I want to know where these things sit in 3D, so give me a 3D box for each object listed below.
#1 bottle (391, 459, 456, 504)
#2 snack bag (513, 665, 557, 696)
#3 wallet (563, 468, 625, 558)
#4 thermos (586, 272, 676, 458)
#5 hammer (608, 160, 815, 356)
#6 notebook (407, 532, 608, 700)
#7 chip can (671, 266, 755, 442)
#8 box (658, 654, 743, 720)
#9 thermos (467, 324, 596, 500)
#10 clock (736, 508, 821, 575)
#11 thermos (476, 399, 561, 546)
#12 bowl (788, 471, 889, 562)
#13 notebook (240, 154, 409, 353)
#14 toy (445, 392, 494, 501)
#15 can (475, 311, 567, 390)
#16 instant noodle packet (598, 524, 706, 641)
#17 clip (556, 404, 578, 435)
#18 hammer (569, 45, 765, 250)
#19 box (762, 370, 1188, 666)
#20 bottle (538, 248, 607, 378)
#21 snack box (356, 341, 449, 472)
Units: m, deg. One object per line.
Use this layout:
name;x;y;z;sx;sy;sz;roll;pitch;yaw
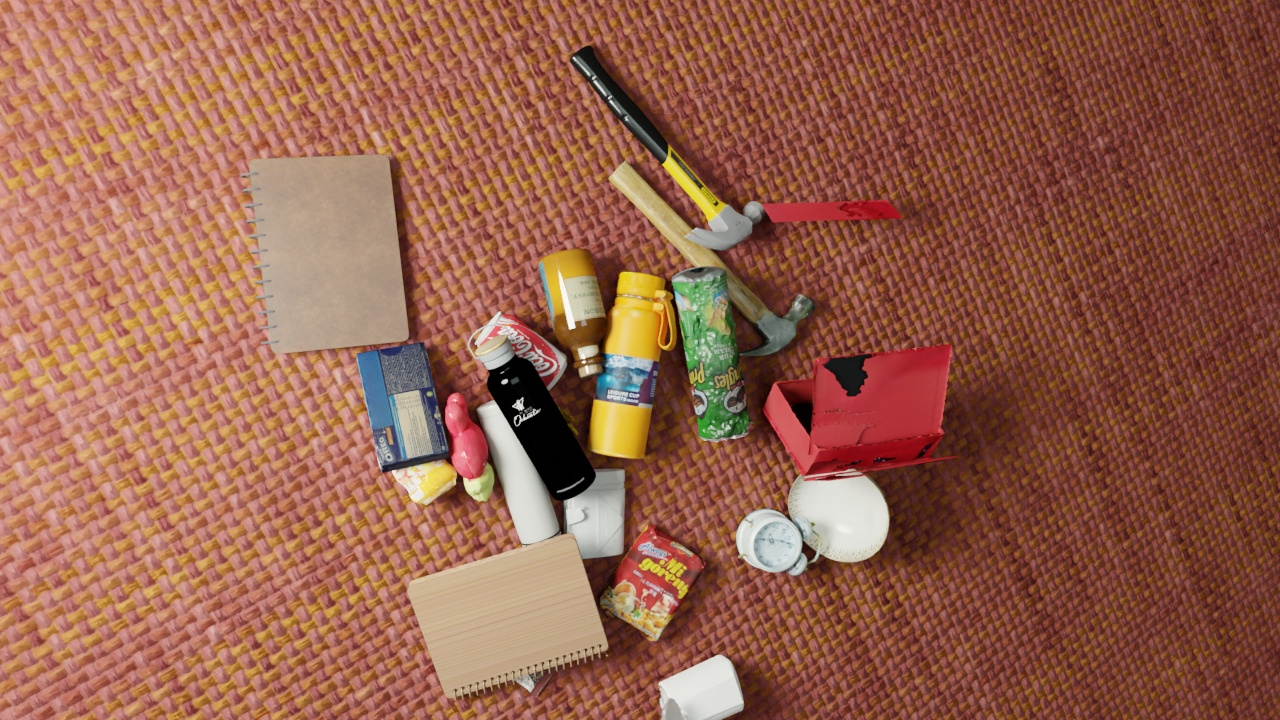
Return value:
bottle;-0.271;0.119;1.105;0.063;0.063;0.109;-36;88;-14
snack bag;-0.178;0.363;1.165;0.158;0.013;0.057;40;82;-14
wallet;-0.058;0.197;1.189;0.086;0.032;0.116;-4;92;-20
thermos;-0.007;0.007;1.175;0.091;0.076;0.232;9;88;-2
hammer;0.084;-0.134;1.227;0.330;0.033;0.132;44;80;-13
notebook;-0.160;0.321;1.133;0.210;0.022;0.169;-16;104;-3
chip can;0.094;-0.010;1.190;0.075;0.075;0.223;-16;107;-16
box;0.075;0.444;1.179;0.137;0.143;0.083;-19;93;-14
thermos;-0.132;0.059;1.097;0.061;0.061;0.231;-33;110;-14
clock;0.190;0.248;1.252;0.117;0.057;0.083;9;88;-11
thermos;-0.146;0.157;1.149;0.052;0.052;0.224;-19;97;-16
bowl;0.281;0.198;1.261;0.063;0.145;0.145;-28;101;-53
notebook;-0.372;-0.127;1.088;0.167;0.024;0.225;-7;93;-18
toy;-0.208;0.105;1.108;0.045;0.091;0.135;-17;105;-7
can;-0.148;-0.009;1.138;0.105;0.064;0.064;38;80;-14
instant noodle packet;0.015;0.295;1.211;0.098;0.040;0.135;35;82;-8
clip;-0.100;0.085;1.170;0.044;0.054;0.050;-15;122;-35
hammer;0.027;-0.274;1.191;0.323;0.029;0.126;47;52;-8
box;0.358;0.139;1.072;0.215;0.510;0.141;-4;116;-23
bottle;-0.078;-0.056;1.147;0.067;0.068;0.157;-12;87;-17
snack box;-0.281;0.053;1.085;0.082;0.027;0.150;-11;66;-15
